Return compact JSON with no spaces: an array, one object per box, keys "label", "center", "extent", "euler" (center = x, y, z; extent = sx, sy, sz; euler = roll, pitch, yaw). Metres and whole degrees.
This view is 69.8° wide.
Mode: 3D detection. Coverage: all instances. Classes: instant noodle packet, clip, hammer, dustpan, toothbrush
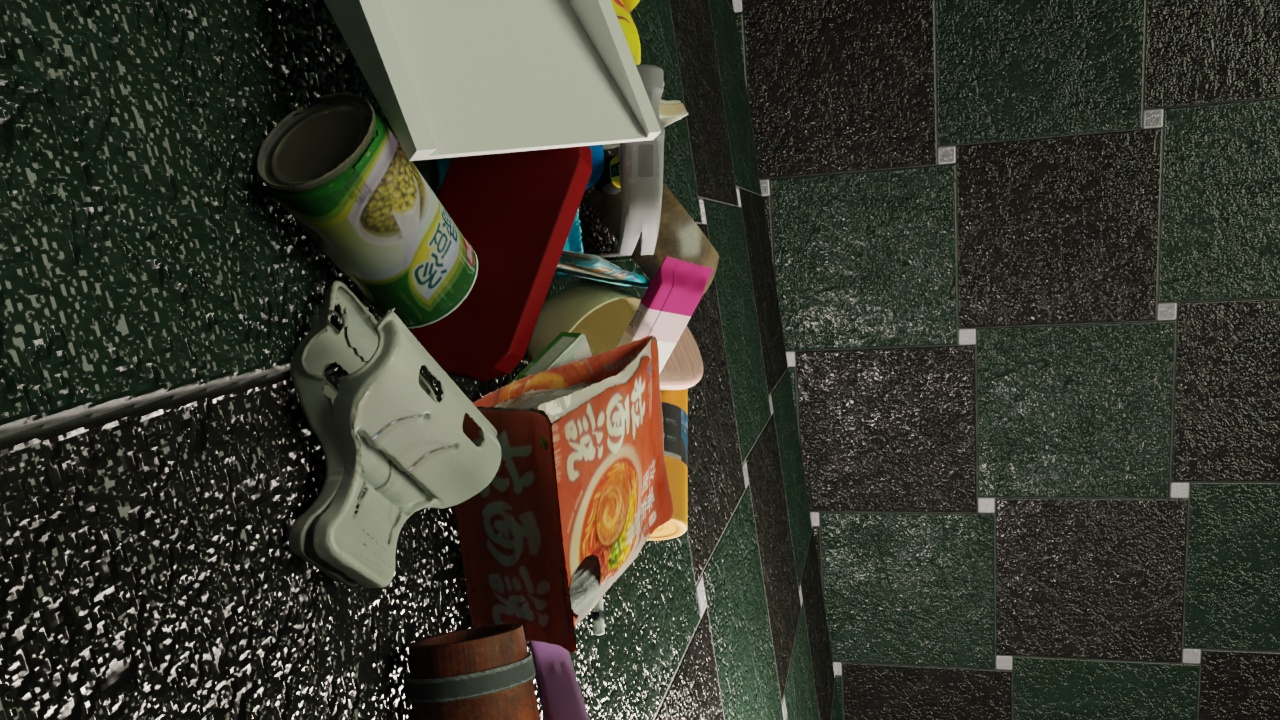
[{"label":"instant noodle packet","center":[-0.035,0.082,0.670],"extent":[0.220,0.084,0.164],"euler":[-27,115,-60]},{"label":"clip","center":[-0.125,0.043,0.487],"extent":[0.126,0.105,0.151],"euler":[60,17,-49]},{"label":"hammer","center":[-0.017,-0.157,0.762],"extent":[0.323,0.029,0.127],"euler":[-128,-144,-78]},{"label":"dustpan","center":[-0.099,-0.244,0.524],"extent":[0.191,0.053,0.257],"euler":[-20,78,-47]},{"label":"toothbrush","center":[-0.042,0.158,0.849],"extent":[0.012,0.017,0.186],"euler":[25,59,-68]}]

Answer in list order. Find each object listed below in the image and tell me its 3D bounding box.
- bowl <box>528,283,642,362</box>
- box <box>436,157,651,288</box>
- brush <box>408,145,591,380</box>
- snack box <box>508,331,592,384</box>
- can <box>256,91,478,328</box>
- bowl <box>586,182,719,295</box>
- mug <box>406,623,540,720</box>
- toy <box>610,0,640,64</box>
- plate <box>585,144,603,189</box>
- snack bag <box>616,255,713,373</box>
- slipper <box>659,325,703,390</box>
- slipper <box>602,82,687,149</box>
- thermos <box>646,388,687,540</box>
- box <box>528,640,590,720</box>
[{"label":"bowl","center":[-0.051,-0.020,0.773],"extent":[0.074,0.118,0.118],"euler":[40,-14,36]},{"label":"box","center":[-0.074,-0.098,0.735],"extent":[0.168,0.087,0.227],"euler":[49,11,11]},{"label":"brush","center":[-0.089,-0.073,0.575],"extent":[0.042,0.082,0.173],"euler":[32,77,-73]},{"label":"snack box","center":[-0.064,0.082,0.698],"extent":[0.131,0.027,0.168],"euler":[-49,134,-39]},{"label":"can","center":[-0.142,-0.076,0.497],"extent":[0.121,0.067,0.067],"euler":[61,26,-52]},{"label":"bowl","center":[0.020,-0.132,0.971],"extent":[0.162,0.070,0.162],"euler":[51,5,-7]},{"label":"mug","center":[-0.093,0.216,0.542],"extent":[0.117,0.081,0.111],"euler":[100,-18,-81]},{"label":"toy","center":[-0.066,-0.348,0.872],"extent":[0.134,0.088,0.193],"euler":[17,51,-26]},{"label":"plate","center":[-0.107,-0.220,0.682],"extent":[0.224,0.024,0.223],"euler":[43,30,-33]},{"label":"snack bag","center":[-0.005,0.005,0.763],"extent":[0.070,0.016,0.197],"euler":[6,117,-52]},{"label":"slipper","center":[-0.020,-0.003,0.906],"extent":[0.196,0.082,0.093],"euler":[-4,72,-51]},{"label":"slipper","center":[-0.026,-0.241,0.903],"extent":[0.272,0.115,0.054],"euler":[-33,108,-63]},{"label":"thermos","center":[0.007,0.072,0.983],"extent":[0.076,0.092,0.232],"euler":[27,52,-37]},{"label":"box","center":[-0.038,0.263,0.607],"extent":[0.214,0.040,0.151],"euler":[-135,-157,-71]}]
